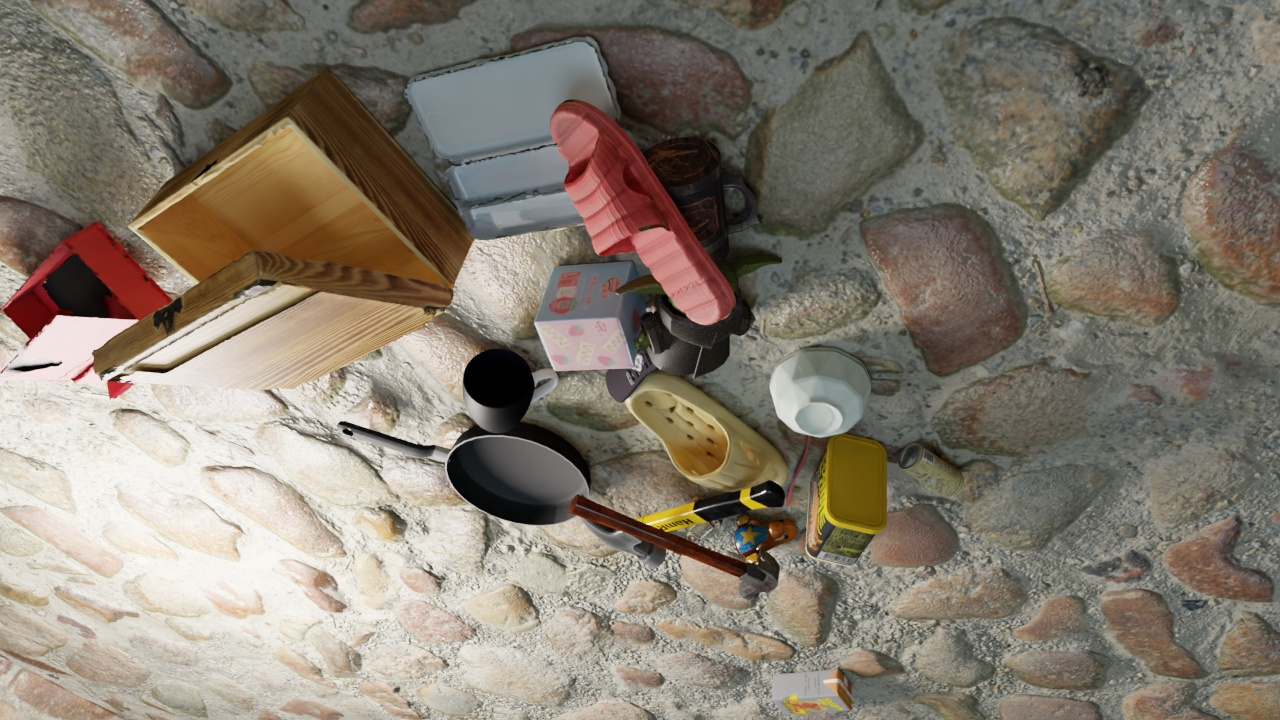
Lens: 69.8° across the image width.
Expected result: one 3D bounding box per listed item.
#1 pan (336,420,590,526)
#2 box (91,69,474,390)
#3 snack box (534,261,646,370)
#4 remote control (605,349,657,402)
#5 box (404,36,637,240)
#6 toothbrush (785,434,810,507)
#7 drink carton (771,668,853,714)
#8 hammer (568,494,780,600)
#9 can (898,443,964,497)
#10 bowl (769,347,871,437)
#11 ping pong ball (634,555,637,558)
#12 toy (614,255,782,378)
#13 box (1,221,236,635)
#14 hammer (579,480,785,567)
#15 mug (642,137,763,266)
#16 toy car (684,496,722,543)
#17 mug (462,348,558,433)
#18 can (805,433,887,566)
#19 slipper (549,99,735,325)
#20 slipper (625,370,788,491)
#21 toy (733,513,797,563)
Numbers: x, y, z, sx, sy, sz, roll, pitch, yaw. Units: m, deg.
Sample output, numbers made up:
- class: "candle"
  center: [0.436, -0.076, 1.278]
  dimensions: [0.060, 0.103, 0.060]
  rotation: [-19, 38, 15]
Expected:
- class: "pan"
  center: [-0.239, 0.134, 1.271]
  dimensions: [0.355, 0.044, 0.205]
  rotation: [19, 137, -6]
- class: "box"
  center: [-0.357, -0.070, 0.938]
  dimensions: [0.280, 0.263, 0.269]
  rotation: [-21, 129, 29]
- class: "snack box"
  center: [-0.052, -0.048, 1.002]
  dimensions: [0.095, 0.092, 0.079]
  rotation: [-3, 135, 16]
- class: "remote control"
  center: [-0.006, 0.006, 1.086]
  dimensions: [0.009, 0.046, 0.125]
  rotation: [-8, 153, -40]
- class: "box"
  center: [-0.108, -0.210, 0.898]
  dimensions: [0.209, 0.037, 0.190]
  rotation: [-8, 125, 21]
- class: "toothbrush"
  center: [0.210, 0.132, 1.184]
  dimensions: [0.016, 0.015, 0.185]
  rotation: [8, 136, 5]
- class: "drink carton"
  center: [0.300, 0.579, 1.602]
  dimensions: [0.125, 0.048, 0.076]
  rotation: [-15, 130, 27]
- class: "hammer"
  center: [0.047, 0.241, 1.207]
  dimensions: [0.300, 0.028, 0.111]
  rotation: [24, 145, -12]
- class: "can"
  center: [0.360, 0.137, 1.135]
  dimensions: [0.079, 0.038, 0.038]
  rotation: [32, 133, -20]
- class: "bowl"
  center: [0.206, 0.047, 1.057]
  dimensions: [0.117, 0.061, 0.118]
  rotation: [7, 133, 7]
- class: "ping pong ball"
  center: [0.007, 0.278, 1.365]
  dimensions: [0.040, 0.040, 0.040]
  rotation: [7, 137, 6]
- class: "toy"
  center: [0.059, -0.047, 0.972]
  dimensions: [0.179, 0.078, 0.153]
  rotation: [-12, 145, -15]
- class: "box"
  center: [-0.628, 0.081, 1.136]
  dimensions: [0.215, 0.137, 0.467]
  rotation: [-25, 92, 34]
- class: "hammer"
  center: [0.056, 0.201, 1.198]
  dimensions: [0.170, 0.034, 0.326]
  rotation: [36, 141, -27]
- class: "mug"
  center: [0.060, -0.153, 0.888]
  dimensions: [0.115, 0.080, 0.107]
  rotation: [-19, 135, -5]
- class: "toy car"
  center: [0.087, 0.216, 1.277]
  dimensions: [0.047, 0.047, 0.112]
  rotation: [39, 138, 0]
- class: "mug"
  center: [-0.161, 0.042, 1.143]
  dimensions: [0.118, 0.084, 0.100]
  rotation: [-13, 153, -16]
- class: "can"
  center: [0.252, 0.174, 1.134]
  dimensions: [0.072, 0.130, 0.101]
  rotation: [13, 139, 0]
- class: "slipper"
  center: [-0.010, -0.122, 0.844]
  dimensions: [0.249, 0.059, 0.104]
  rotation: [52, 155, -13]
- class: "slipper"
  center: [0.077, 0.112, 1.151]
  dimensions: [0.112, 0.079, 0.261]
  rotation: [-27, 124, 38]
- class: "toy"
  center: [0.182, 0.255, 1.306]
  dimensions: [0.090, 0.070, 0.103]
  rotation: [-20, 152, 14]
